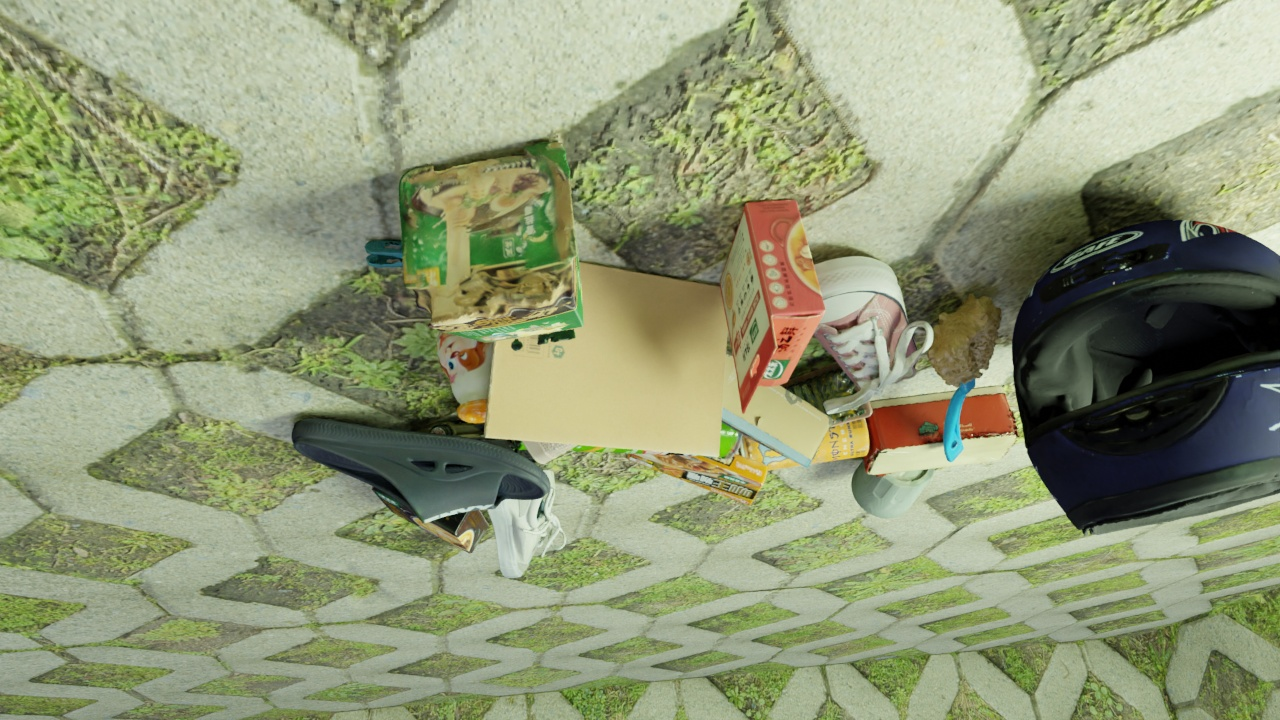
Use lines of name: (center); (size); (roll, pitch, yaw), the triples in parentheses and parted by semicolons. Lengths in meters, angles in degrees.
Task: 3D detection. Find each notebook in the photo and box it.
notebook: (-0.020, -0.002, 0.745); (0.207, 0.147, 0.008); (7, 174, -26)

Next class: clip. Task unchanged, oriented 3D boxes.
clip: (-0.179, -0.080, 0.691); (0.056, 0.014, 0.043); (1, 151, -12)

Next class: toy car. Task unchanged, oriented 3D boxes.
toy car: (-0.165, 0.085, 0.973); (0.158, 0.042, 0.070); (-1, 152, 1)

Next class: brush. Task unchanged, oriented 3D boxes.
brush: (0.321, 0.029, 0.925); (0.083, 0.046, 0.255); (-43, 145, -17)
brush: (0.168, 0.049, 0.975); (0.146, 0.063, 0.073); (-21, 180, 26)

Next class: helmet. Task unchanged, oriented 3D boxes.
helmet: (0.424, 0.005, 0.748); (0.248, 0.240, 0.314); (-29, 156, 37)

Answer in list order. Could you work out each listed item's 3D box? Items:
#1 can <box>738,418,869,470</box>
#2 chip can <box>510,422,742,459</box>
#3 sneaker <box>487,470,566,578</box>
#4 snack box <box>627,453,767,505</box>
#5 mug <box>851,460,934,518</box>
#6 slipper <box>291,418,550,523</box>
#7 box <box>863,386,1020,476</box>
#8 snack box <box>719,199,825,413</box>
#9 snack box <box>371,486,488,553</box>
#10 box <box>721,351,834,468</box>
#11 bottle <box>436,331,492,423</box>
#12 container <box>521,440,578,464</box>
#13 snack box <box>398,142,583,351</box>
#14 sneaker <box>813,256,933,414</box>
can: (0.185, 0.092, 1.056); (0.146, 0.058, 0.058); (-9, 152, 2)
chip can: (-0.015, 0.061, 0.936); (0.235, 0.072, 0.072); (4, 150, -20)
sneaker: (-0.144, 0.200, 1.161); (0.090, 0.089, 0.243); (-8, 146, -9)
snack box: (0.062, 0.115, 1.037); (0.154, 0.026, 0.075); (20, 152, 5)
mug: (0.337, 0.134, 1.168); (0.123, 0.083, 0.103); (-30, 156, -16)
slipper: (-0.226, 0.124, 0.926); (0.268, 0.083, 0.111); (11, 156, 2)
box: (0.346, 0.092, 1.073); (0.168, 0.080, 0.091); (-7, 152, -1)
snack box: (0.101, -0.040, 0.714); (0.044, 0.127, 0.113); (-3, 153, -9)
snack box: (-0.237, 0.161, 1.041); (0.113, 0.053, 0.126); (25, 159, 11)
box: (0.092, 0.036, 0.864); (0.184, 0.059, 0.090); (28, 178, -30)
bottle: (-0.133, -0.005, 0.741); (0.063, 0.108, 0.063); (-7, 152, -4)
container: (-0.054, 0.019, 0.805); (0.111, 0.089, 0.090); (-26, 103, 25)
snack box: (-0.093, -0.071, 0.644); (0.118, 0.117, 0.105); (-8, 164, 7)
sneaker: (0.206, -0.013, 0.832); (0.118, 0.087, 0.241); (-19, 151, 22)
